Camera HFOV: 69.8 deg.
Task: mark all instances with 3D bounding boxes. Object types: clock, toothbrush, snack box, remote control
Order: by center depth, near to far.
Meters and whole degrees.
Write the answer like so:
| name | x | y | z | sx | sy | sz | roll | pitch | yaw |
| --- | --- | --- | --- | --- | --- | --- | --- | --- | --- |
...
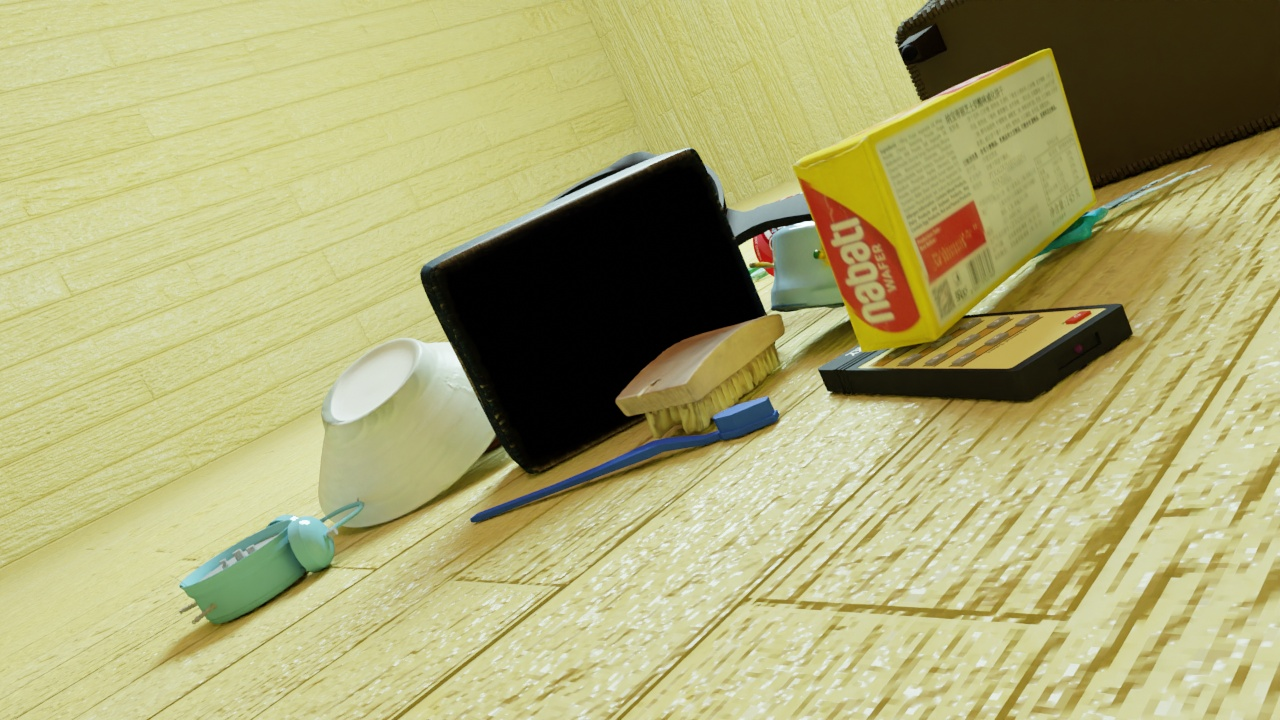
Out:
| name | x | y | z | sx | sy | sz | roll | pitch | yaw |
| --- | --- | --- | --- | --- | --- | --- | --- | --- | --- |
| remote control | 0.134 | -0.003 | 0.391 | 0.058 | 0.013 | 0.134 | -28 | 9 | -19 |
| snack box | 0.160 | -0.087 | 0.454 | 0.200 | 0.092 | 0.042 | -32 | 13 | -39 |
| toothbrush | -0.016 | 0.054 | 0.476 | 0.187 | 0.011 | 0.016 | -21 | 9 | 23 |
| clock | 0.132 | -0.058 | 0.555 | 0.124 | 0.051 | 0.089 | -6 | 1 | -31 |
| clock | -0.233 | 0.121 | 0.586 | 0.122 | 0.042 | 0.088 | -33 | 11 | -32 |

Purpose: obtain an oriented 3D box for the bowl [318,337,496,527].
| name | x | y | z | sx | sy | sz | roll | pitch | yaw |
| --- | --- | --- | --- | --- | --- | --- | --- | --- | --- |
| bowl | -0.180 | 0.033 | 0.671 | 0.177 | 0.058 | 0.176 | -22 | 36 | 17 |

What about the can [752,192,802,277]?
| name | x | y | z | sx | sy | sz | roll | pitch | yaw |
| --- | --- | --- | --- | --- | --- | --- | --- | --- | --- |
| can | 0.151 | -0.106 | 0.759 | 0.074 | 0.074 | 0.143 | -27 | 9 | -15 |

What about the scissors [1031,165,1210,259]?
| name | x | y | z | sx | sy | sz | roll | pitch | yaw |
| --- | --- | --- | --- | --- | --- | --- | --- | --- | --- |
| scissors | 0.262 | -0.088 | 0.536 | 0.134 | 0.015 | 0.086 | -28 | 7 | -14 |

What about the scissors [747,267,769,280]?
| name | x | y | z | sx | sy | sz | roll | pitch | yaw |
| --- | --- | --- | --- | --- | --- | --- | --- | --- | --- |
| scissors | 0.162 | -0.113 | 0.986 | 0.129 | 0.012 | 0.119 | -23 | 10 | 25 |

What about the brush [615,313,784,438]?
| name | x | y | z | sx | sy | sz | roll | pitch | yaw |
| --- | --- | --- | --- | --- | --- | --- | --- | --- | --- |
| brush | 0.039 | 0.007 | 0.515 | 0.049 | 0.039 | 0.116 | -16 | 13 | 38 |

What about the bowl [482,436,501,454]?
| name | x | y | z | sx | sy | sz | roll | pitch | yaw |
| --- | --- | --- | --- | --- | --- | --- | --- | --- | --- |
| bowl | -0.153 | 0.038 | 0.770 | 0.147 | 0.069 | 0.147 | -25 | 8 | 4 |

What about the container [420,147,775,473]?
| name | x | y | z | sx | sy | sz | roll | pitch | yaw |
| --- | --- | --- | --- | --- | --- | --- | --- | --- | --- |
| container | -0.026 | -0.034 | 0.587 | 0.187 | 0.145 | 0.071 | -27 | 12 | -12 |

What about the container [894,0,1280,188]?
| name | x | y | z | sx | sy | sz | roll | pitch | yaw |
| --- | --- | --- | --- | --- | --- | --- | --- | --- | --- |
| container | 0.347 | -0.225 | 0.615 | 0.322 | 0.176 | 0.204 | -18 | 15 | 40 |

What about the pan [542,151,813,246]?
| name | x | y | z | sx | sy | sz | roll | pitch | yaw |
| --- | --- | --- | --- | --- | --- | --- | --- | --- | --- |
| pan | 0.027 | -0.087 | 0.732 | 0.357 | 0.043 | 0.248 | -8 | 45 | 30 |
